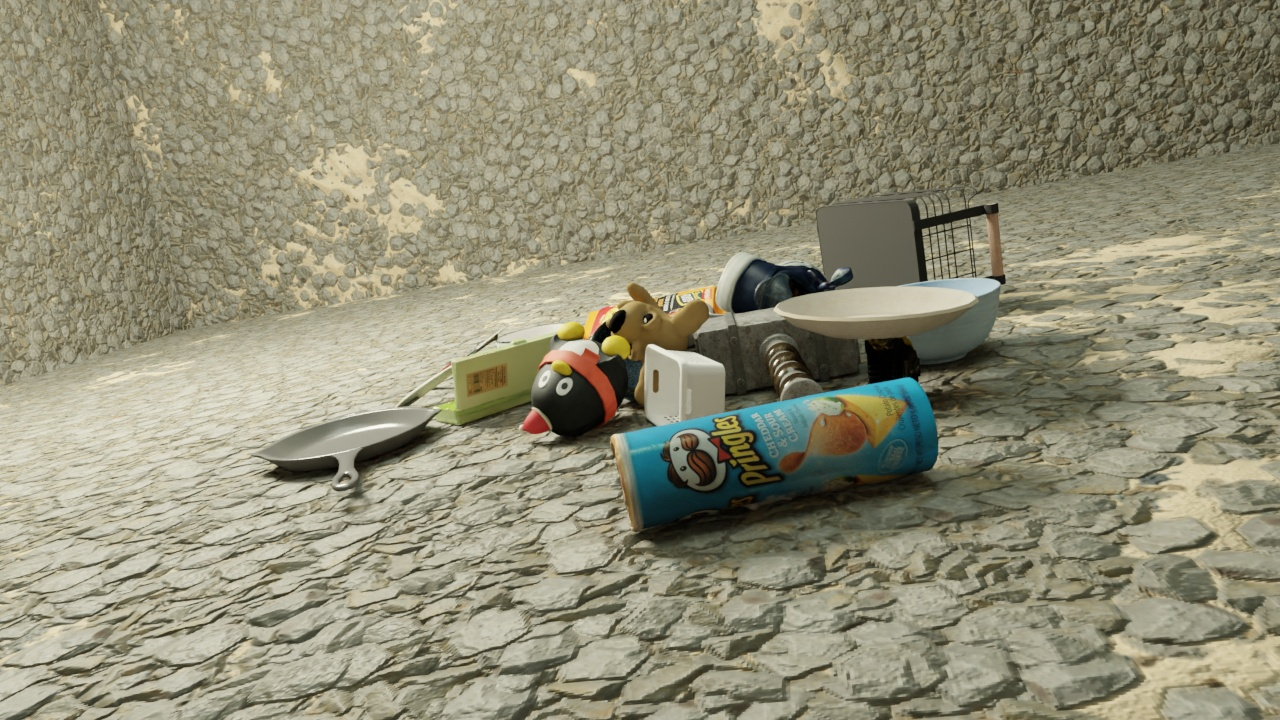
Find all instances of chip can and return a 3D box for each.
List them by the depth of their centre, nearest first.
[{"bbox_3d":[0.096,0.069,0.675,0.229,0.080,0.080,-11,11,-3],"label":"chip can"}]

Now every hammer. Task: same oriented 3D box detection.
[{"bbox_3d":[0.148,0.009,0.918,0.177,0.079,0.326,-10,13,4],"label":"hammer"}]

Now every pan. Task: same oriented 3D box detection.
[{"bbox_3d":[-0.323,0.102,1.020,0.216,0.024,0.355,-13,11,-14],"label":"pan"}]

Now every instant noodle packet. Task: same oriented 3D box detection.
[{"bbox_3d":[0.022,-0.059,1.310,0.221,0.032,0.159,-10,24,11],"label":"instant noodle packet"}]

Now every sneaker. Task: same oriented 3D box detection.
[{"bbox_3d":[0.214,-0.078,1.189,0.127,0.121,0.294,26,12,26],"label":"sneaker"}]

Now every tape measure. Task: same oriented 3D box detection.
[{"bbox_3d":[0.243,0.009,0.872,0.038,0.067,0.062,-4,4,36],"label":"tape measure"}]

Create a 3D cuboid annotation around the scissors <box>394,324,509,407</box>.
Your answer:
[{"bbox_3d":[-0.271,0.016,1.284,0.199,0.015,0.178,-30,9,45],"label":"scissors"}]

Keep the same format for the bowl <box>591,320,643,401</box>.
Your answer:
[{"bbox_3d":[-0.006,0.006,1.075,0.114,0.061,0.114,6,51,-8],"label":"bowl"}]

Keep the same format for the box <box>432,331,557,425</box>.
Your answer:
[{"bbox_3d":[-0.160,0.028,1.157,0.187,0.064,0.131,-17,-29,-38],"label":"box"}]

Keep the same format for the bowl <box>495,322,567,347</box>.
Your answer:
[{"bbox_3d":[-0.143,-0.010,1.303,0.116,0.066,0.116,-10,11,2],"label":"bowl"}]

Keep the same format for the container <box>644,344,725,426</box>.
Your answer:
[{"bbox_3d":[0.045,0.030,0.921,0.049,0.081,0.129,-2,9,-15],"label":"container"}]

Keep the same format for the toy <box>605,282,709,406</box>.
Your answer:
[{"bbox_3d":[0.010,-0.034,1.017,0.105,0.134,0.108,24,19,-22],"label":"toy"}]

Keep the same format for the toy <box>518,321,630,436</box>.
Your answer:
[{"bbox_3d":[-0.070,0.033,0.967,0.098,0.100,0.119,19,49,29],"label":"toy"}]

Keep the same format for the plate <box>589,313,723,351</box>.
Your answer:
[{"bbox_3d":[0.030,-0.024,1.198,0.208,0.015,0.209,-8,-12,-2],"label":"plate"}]

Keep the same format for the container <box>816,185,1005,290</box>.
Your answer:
[{"bbox_3d":[0.368,-0.150,1.282,0.130,0.163,0.241,-15,12,-22],"label":"container"}]

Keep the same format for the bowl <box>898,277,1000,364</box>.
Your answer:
[{"bbox_3d":[0.319,-0.039,1.006,0.150,0.075,0.150,-10,12,2],"label":"bowl"}]

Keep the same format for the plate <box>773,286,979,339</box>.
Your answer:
[{"bbox_3d":[0.224,-0.044,0.881,0.189,0.027,0.188,-5,12,1],"label":"plate"}]
